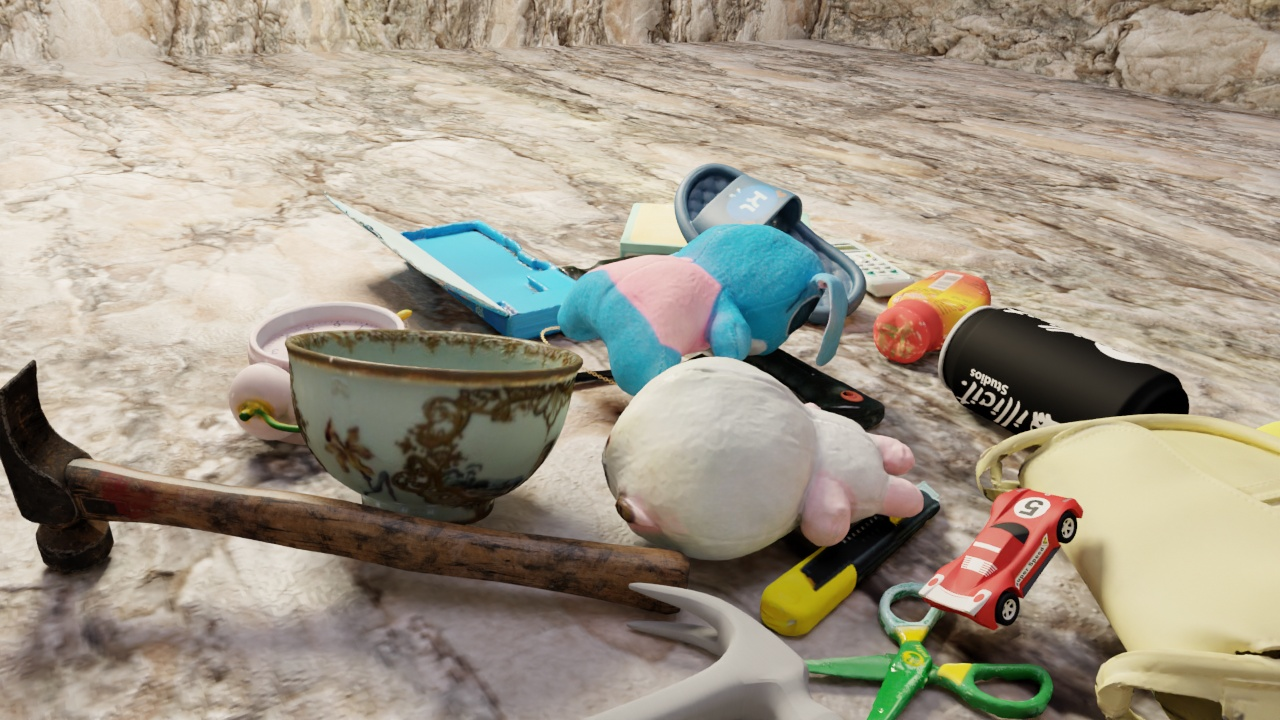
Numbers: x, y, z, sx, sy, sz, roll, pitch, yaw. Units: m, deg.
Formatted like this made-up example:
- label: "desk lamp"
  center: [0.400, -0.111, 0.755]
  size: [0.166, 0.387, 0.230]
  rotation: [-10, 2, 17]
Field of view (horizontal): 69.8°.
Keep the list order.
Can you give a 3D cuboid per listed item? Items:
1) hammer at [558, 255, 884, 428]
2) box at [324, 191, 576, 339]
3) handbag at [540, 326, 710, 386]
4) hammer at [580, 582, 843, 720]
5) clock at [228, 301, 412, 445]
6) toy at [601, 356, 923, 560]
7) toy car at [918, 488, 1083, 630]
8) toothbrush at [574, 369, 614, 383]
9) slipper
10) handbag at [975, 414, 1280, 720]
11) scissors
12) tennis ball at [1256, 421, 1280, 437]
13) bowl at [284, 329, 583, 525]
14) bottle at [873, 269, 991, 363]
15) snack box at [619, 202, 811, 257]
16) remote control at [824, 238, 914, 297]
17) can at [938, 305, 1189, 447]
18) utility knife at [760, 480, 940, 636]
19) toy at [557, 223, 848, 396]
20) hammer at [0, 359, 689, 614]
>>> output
- label: "hammer"
  center: [0.065, -0.024, 0.761]
  size: [0.132, 0.033, 0.333]
  rotation: [-12, 30, -31]
- label: "box"
  center: [-0.168, -0.081, 0.821]
  size: [0.175, 0.060, 0.243]
  rotation: [5, 19, -39]
- label: "handbag"
  center: [-0.003, 0.004, 0.690]
  size: [0.178, 0.027, 0.083]
  rotation: [20, 27, 31]
- label: "hammer"
  center: [-0.070, 0.162, 0.350]
  size: [0.310, 0.030, 0.125]
  rotation: [-11, 29, -26]
- label: "clock"
  center: [-0.209, 0.013, 0.615]
  size: [0.116, 0.059, 0.157]
  rotation: [-1, 26, -9]
- label: "toy"
  center: [0.069, 0.055, 0.516]
  size: [0.179, 0.102, 0.138]
  rotation: [10, 28, -6]
- label: "toy car"
  center: [0.180, 0.096, 0.457]
  size: [0.089, 0.025, 0.038]
  rotation: [-44, 25, -21]
- label: "toothbrush"
  center: [-0.063, 0.013, 0.682]
  size: [0.187, 0.017, 0.014]
  rotation: [-6, 33, -22]
- label: "slipper"
  center: [0.115, -0.113, 0.848]
  size: [0.103, 0.059, 0.214]
  rotation: [-38, 66, -18]
- label: "handbag"
  center: [0.292, 0.101, 0.455]
  size: [0.191, 0.089, 0.232]
  rotation: [0, 25, 0]
- label: "scissors"
  center: [0.127, 0.140, 0.437]
  size: [0.127, 0.012, 0.123]
  rotation: [3, 24, -4]
- label: "tennis ball"
  center: [0.395, 0.069, 0.555]
  size: [0.065, 0.065, 0.065]
  rotation: [2, 25, -1]
- label: "bowl"
  center: [-0.115, 0.038, 0.510]
  size: [0.160, 0.094, 0.160]
  rotation: [4, 8, -1]
- label: "bottle"
  center: [0.248, -0.038, 0.786]
  size: [0.071, 0.048, 0.133]
  rotation: [22, 31, 35]
- label: "snack box"
  center: [0.080, -0.122, 0.950]
  size: [0.193, 0.044, 0.141]
  rotation: [5, 26, 4]
- label: "remote control"
  center: [0.224, -0.094, 0.933]
  size: [0.050, 0.022, 0.133]
  rotation: [-5, 26, -17]
- label: "can"
  center: [0.285, 0.020, 0.629]
  size: [0.080, 0.080, 0.146]
  rotation: [-12, 29, -29]
- label: "utility knife"
  center: [0.124, 0.102, 0.510]
  size: [0.029, 0.020, 0.174]
  rotation: [25, 32, 35]
- label: "toy"
  center: [0.036, -0.045, 0.670]
  size: [0.191, 0.099, 0.224]
  rotation: [-19, 27, -27]
- label: "hammer"
  center: [-0.138, 0.078, 0.447]
  size: [0.330, 0.120, 0.033]
  rotation: [9, 39, -2]
